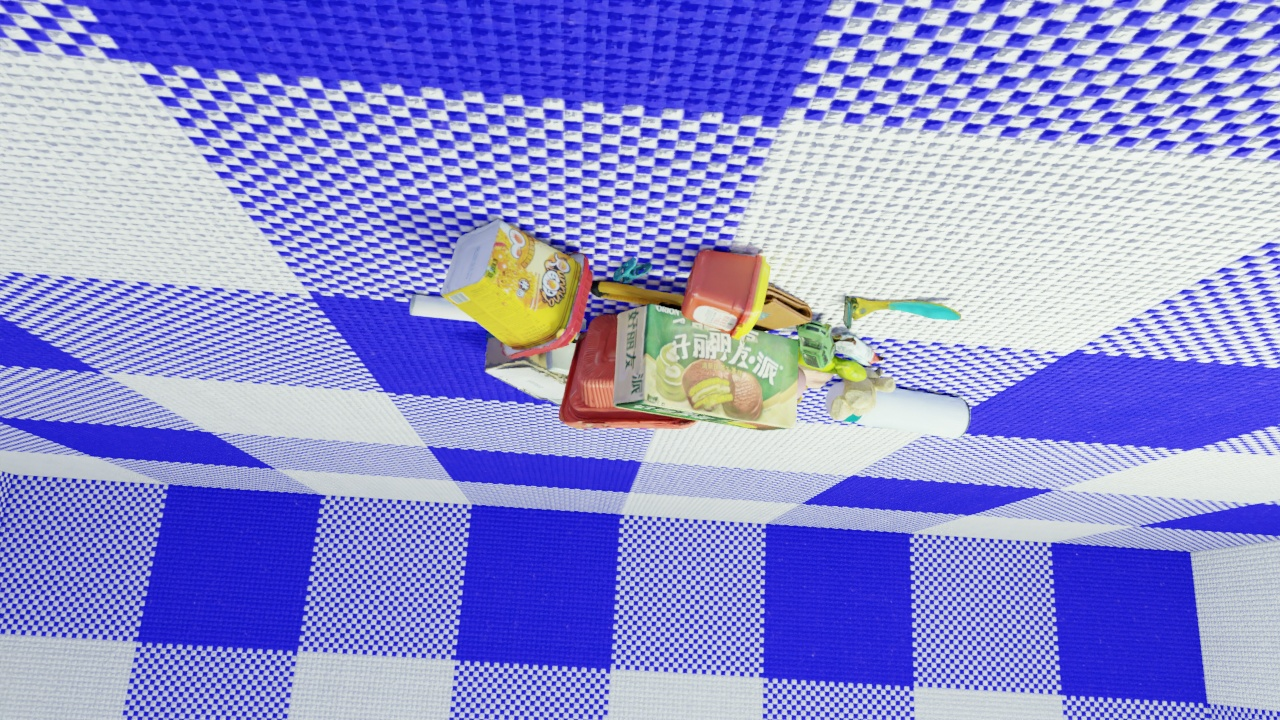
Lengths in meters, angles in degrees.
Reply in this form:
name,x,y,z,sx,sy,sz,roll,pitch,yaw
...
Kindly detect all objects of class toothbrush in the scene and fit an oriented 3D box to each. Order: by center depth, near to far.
name,x,y,z,sx,sy,sz,roll,pitch,yaw
toothbrush,-0.178,-0.059,1.161,0.221,0.026,0.027,6,157,-8

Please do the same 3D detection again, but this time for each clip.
name,x,y,z,sx,sy,sz,roll,pitch,yaw
clip,-0.011,-0.100,1.018,0.041,0.014,0.056,14,159,-30

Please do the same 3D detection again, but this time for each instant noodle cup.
name,x,y,z,sx,sy,sz,roll,pitch,yaw
instant noodle cup,-0.132,-0.078,0.964,0.116,0.116,0.123,-14,145,42
instant noodle cup,-0.007,0.007,1.157,0.189,0.164,0.079,0,140,11

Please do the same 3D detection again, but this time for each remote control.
name,x,y,z,sx,sy,sz,roll,pitch,yaw
remote control,-0.069,-0.001,1.281,0.135,0.056,0.019,13,162,-30

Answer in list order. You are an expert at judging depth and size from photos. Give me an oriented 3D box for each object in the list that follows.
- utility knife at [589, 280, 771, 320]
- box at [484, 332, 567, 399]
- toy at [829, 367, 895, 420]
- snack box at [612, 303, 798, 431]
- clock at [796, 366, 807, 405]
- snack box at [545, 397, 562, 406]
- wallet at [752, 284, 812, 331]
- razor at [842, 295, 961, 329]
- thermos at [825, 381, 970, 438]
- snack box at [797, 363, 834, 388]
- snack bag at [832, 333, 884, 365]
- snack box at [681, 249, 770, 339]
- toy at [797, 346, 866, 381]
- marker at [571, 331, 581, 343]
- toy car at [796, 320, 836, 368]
name,x,y,z,sx,sy,sz,roll,pitch,yaw
utility knife,0.042,-0.066,1.053,0.217,0.015,0.033,10,160,13
box,-0.153,0.006,1.322,0.090,0.060,0.184,-4,160,21
toy,0.300,0.046,1.278,0.105,0.066,0.157,-41,175,25
snack box,0.082,0.014,1.085,0.239,0.114,0.063,12,166,-34
clock,0.159,0.031,1.259,0.117,0.059,0.158,-33,126,31
snack box,-0.045,0.055,1.481,0.183,0.045,0.178,-4,162,23
wallet,0.124,-0.057,1.103,0.132,0.031,0.107,-12,159,38
razor,0.305,-0.057,1.069,0.133,0.028,0.043,3,132,11
thermos,0.397,0.076,1.429,0.224,0.073,0.073,9,163,-16
snack box,0.195,0.012,1.325,0.157,0.026,0.084,4,163,-4
snack bag,0.283,-0.015,1.213,0.048,0.026,0.104,10,170,41
snack box,0.089,-0.072,0.981,0.080,0.082,0.091,14,162,-1
toy,0.253,0.002,1.239,0.100,0.031,0.097,20,179,-2
marker,-0.087,-0.031,1.249,0.123,0.018,0.015,10,162,-23
toy car,0.221,-0.022,1.160,0.043,0.036,0.091,17,157,26
